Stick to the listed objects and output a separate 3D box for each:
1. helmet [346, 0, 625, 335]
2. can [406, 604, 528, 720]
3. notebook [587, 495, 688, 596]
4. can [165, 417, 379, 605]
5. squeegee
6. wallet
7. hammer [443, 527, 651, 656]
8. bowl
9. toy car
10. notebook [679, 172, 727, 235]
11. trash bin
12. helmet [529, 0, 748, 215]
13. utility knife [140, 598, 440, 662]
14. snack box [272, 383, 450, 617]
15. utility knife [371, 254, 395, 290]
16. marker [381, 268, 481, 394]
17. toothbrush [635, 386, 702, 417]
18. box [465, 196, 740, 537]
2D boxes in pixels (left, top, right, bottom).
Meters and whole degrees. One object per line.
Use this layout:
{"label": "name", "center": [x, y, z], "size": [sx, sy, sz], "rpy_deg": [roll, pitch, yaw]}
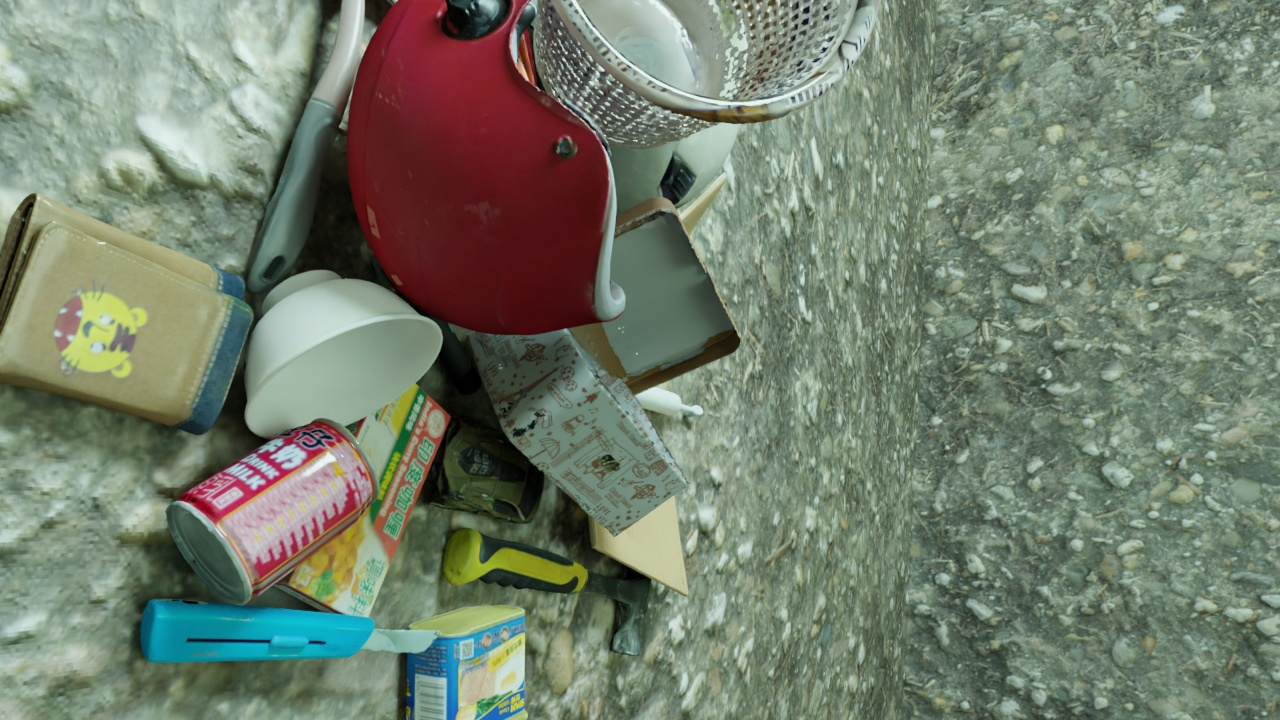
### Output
{"label": "helmet", "center": [-0.104, -0.124, 0.556], "size": [0.207, 0.144, 0.240], "rpy_deg": [85, -14, -71]}
{"label": "can", "center": [-0.128, 0.232, 0.680], "size": [0.102, 0.057, 0.083], "rpy_deg": [7, 83, -63]}
{"label": "notebook", "center": [-0.005, 0.140, 0.910], "size": [0.211, 0.012, 0.149], "rpy_deg": [44, 32, -54]}
{"label": "can", "center": [-0.199, 0.080, 0.505], "size": [0.093, 0.067, 0.066], "rpy_deg": [-39, 126, -43]}
{"label": "squeegee", "center": [-0.193, -0.158, 0.555], "size": [0.247, 0.040, 0.249], "rpy_deg": [34, 62, -60]}
{"label": "wallet", "center": [-0.253, -0.019, 0.451], "size": [0.115, 0.033, 0.090], "rpy_deg": [31, 65, -56]}
{"label": "hammer", "center": [-0.067, 0.191, 0.824], "size": [0.323, 0.032, 0.126], "rpy_deg": [37, 59, -57]}
{"label": "bowl", "center": [-0.183, -0.013, 0.534], "size": [0.064, 0.118, 0.118], "rpy_deg": [56, 22, 16]}
{"label": "toy car", "center": [-0.113, 0.088, 0.720], "size": [0.158, 0.042, 0.070], "rpy_deg": [34, 62, -62]}
{"label": "notebook", "center": [0.013, -0.092, 0.890], "size": [0.148, 0.008, 0.207], "rpy_deg": [-56, 176, 39]}
{"label": "trash bin", "center": [0.018, -0.244, 0.628], "size": [0.192, 0.227, 0.227], "rpy_deg": [165, -74, -72]}
{"label": "helmet", "center": [0.018, -0.255, 0.832], "size": [0.229, 0.157, 0.274], "rpy_deg": [-40, 126, -55]}
{"label": "utility knife", "center": [-0.197, 0.164, 0.547], "size": [0.204, 0.018, 0.034], "rpy_deg": [25, 89, -52]}
{"label": "snack box", "center": [-0.181, 0.084, 0.600], "size": [0.077, 0.027, 0.155], "rpy_deg": [56, 44, -50]}
{"label": "utility knife", "center": [-0.133, -0.076, 0.706], "size": [0.206, 0.021, 0.031], "rpy_deg": [-25, 119, -65]}
{"label": "marker", "center": [-0.147, -0.023, 0.657], "size": [0.022, 0.020, 0.132], "rpy_deg": [-44, 140, -22]}
{"label": "toothbrush", "center": [0.021, 0.043, 0.996], "size": [0.220, 0.026, 0.026], "rpy_deg": [21, 51, -62]}
{"label": "box", "center": [-0.003, 0.003, 0.732], "size": [0.183, 0.193, 0.156], "rpy_deg": [52, 6, -45]}
